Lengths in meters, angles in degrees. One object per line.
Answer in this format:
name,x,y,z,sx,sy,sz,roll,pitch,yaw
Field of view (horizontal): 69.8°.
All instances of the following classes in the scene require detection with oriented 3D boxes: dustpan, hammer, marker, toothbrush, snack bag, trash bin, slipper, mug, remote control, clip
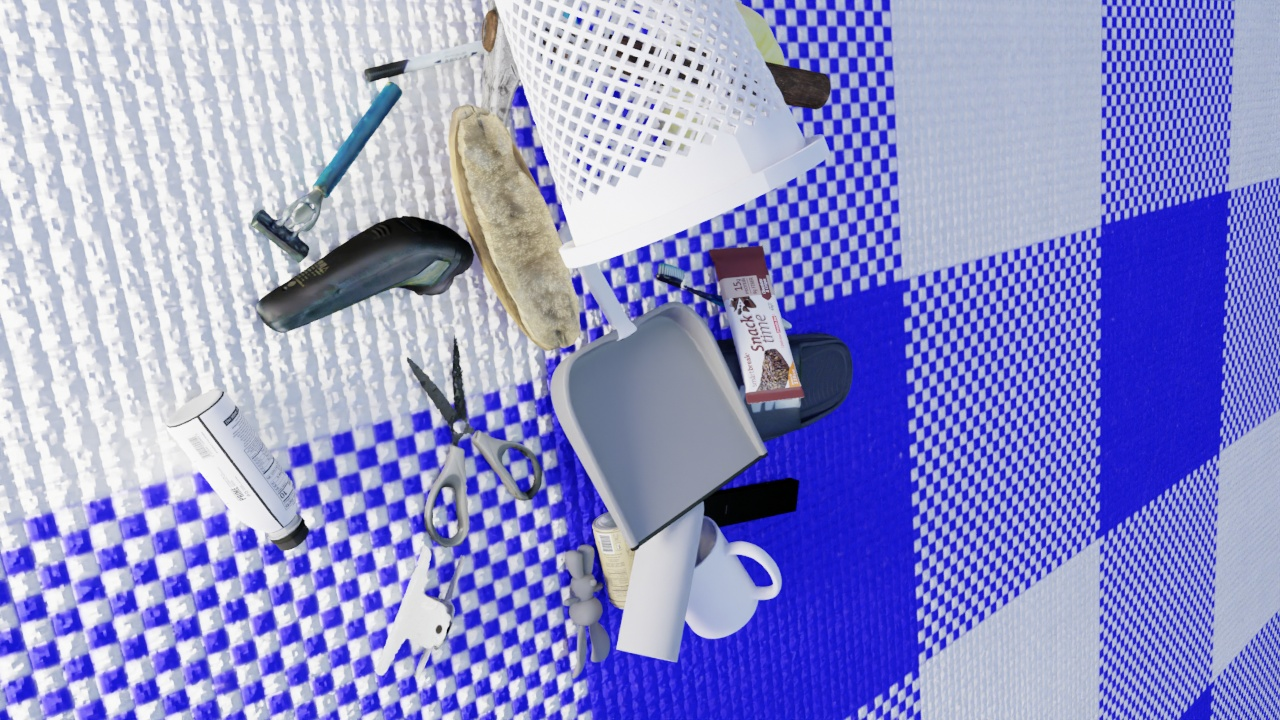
dustpan,-0.005,0.005,0.768,0.162,0.033,0.257,-30,90,-33
hammer,0.018,-0.198,0.736,0.300,0.037,0.218,2,101,-25
marker,-0.135,-0.228,0.680,0.151,0.011,0.011,-28,113,-33
toothbrush,0.085,-0.058,0.882,0.188,0.016,0.017,18,74,-39
snack bag,0.106,-0.036,0.845,0.057,0.013,0.157,-6,68,-14
trash bin,-0.002,-0.194,0.614,0.195,0.196,0.199,-32,105,-32
slipper,0.137,0.032,0.895,0.267,0.083,0.111,-10,104,-40
mug,0.074,0.197,0.847,0.090,0.111,0.073,58,33,-29
remote control,0.105,0.144,0.926,0.149,0.013,0.034,-3,102,-39
clip,-0.160,0.197,0.700,0.058,0.052,0.102,54,55,-76

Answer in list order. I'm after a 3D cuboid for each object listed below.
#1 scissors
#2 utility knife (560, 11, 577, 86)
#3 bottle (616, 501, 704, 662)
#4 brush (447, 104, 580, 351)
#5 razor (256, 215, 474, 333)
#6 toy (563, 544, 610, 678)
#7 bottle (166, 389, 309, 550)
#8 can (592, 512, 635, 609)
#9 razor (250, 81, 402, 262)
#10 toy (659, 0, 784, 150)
scissors,-0.136,0.071,0.718,0.157,0.013,0.165,31,76,-40
utility knife,-0.060,-0.309,0.728,0.022,0.015,0.179,-12,105,-38
bottle,0.025,0.155,0.791,0.052,0.053,0.195,27,67,-39
brush,-0.090,-0.090,0.665,0.059,0.043,0.195,-27,120,-17
razor,-0.189,-0.055,0.640,0.151,0.054,0.067,-32,134,-26
toy,-0.048,0.217,0.800,0.049,0.030,0.112,-13,99,-53
bottle,-0.258,0.076,0.601,0.041,0.041,0.116,-41,119,-28
can,-0.016,0.177,0.814,0.038,0.038,0.079,-23,110,-35
razor,-0.206,-0.135,0.628,0.042,0.022,0.143,43,68,-36
toy,0.070,-0.242,0.814,0.154,0.065,0.170,15,84,-41
